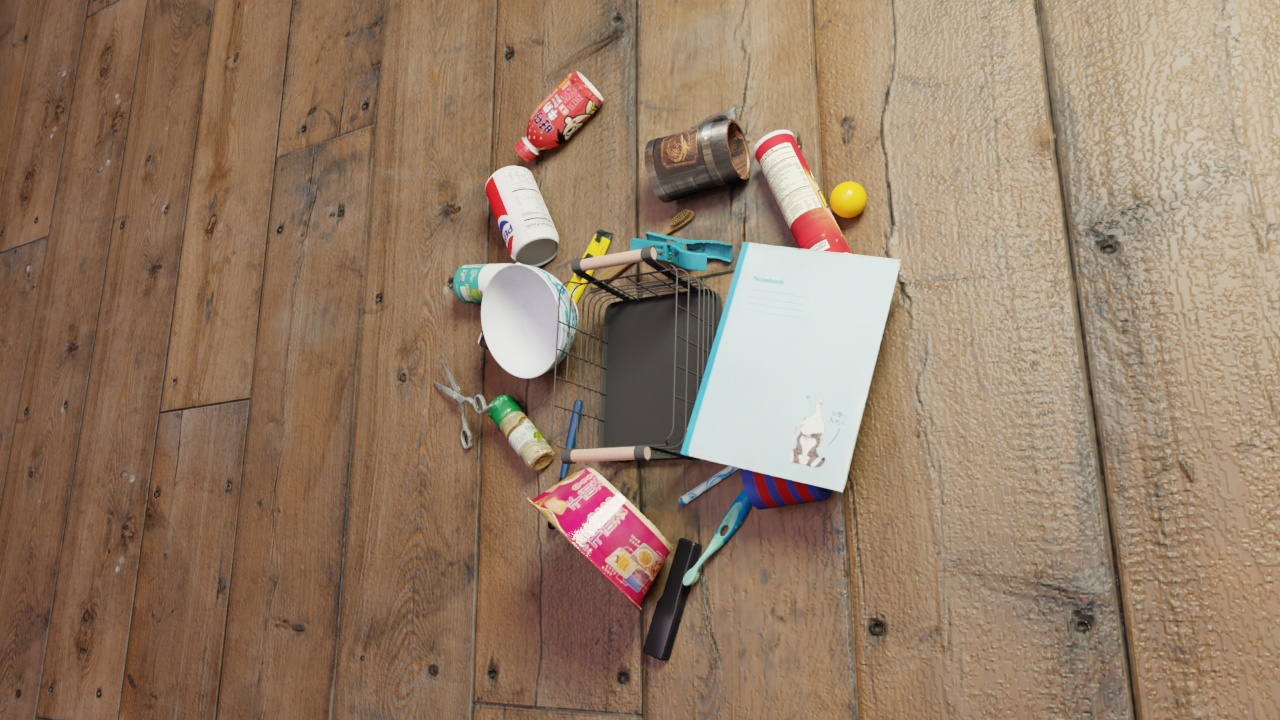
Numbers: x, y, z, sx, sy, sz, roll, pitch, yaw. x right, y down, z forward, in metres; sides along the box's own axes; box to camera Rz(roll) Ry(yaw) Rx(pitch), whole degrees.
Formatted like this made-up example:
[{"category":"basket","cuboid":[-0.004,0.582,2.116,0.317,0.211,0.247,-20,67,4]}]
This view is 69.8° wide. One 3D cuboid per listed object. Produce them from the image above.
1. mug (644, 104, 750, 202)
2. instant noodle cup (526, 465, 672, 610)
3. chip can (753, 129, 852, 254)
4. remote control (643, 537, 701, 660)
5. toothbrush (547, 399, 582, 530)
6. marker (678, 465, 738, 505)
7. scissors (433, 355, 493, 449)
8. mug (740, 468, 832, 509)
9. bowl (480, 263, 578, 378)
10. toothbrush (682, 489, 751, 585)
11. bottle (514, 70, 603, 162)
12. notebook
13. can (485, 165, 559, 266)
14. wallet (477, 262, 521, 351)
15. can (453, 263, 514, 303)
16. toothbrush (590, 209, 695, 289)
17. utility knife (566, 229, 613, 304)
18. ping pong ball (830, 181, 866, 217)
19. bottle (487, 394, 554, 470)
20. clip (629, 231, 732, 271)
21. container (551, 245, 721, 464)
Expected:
[{"category":"mug","cuboid":[0.073,-0.260,1.131,0.107,0.080,0.115,-10,56,28]},{"category":"instant noodle cup","cuboid":[-0.038,0.191,1.032,0.077,0.179,0.179,-45,57,-11]},{"category":"chip can","cuboid":[0.191,-0.164,1.045,0.052,0.051,0.214,-30,64,21]},{"category":"remote control","cuboid":[0.036,0.272,1.048,0.032,0.015,0.136,14,85,33]},{"category":"toothbrush","cuboid":[-0.094,0.131,1.163,0.014,0.014,0.167,1,75,43]},{"category":"marker","cuboid":[0.100,0.127,1.049,0.142,0.013,0.013,-36,62,18]},{"category":"scissors","cuboid":[-0.243,0.048,1.251,0.162,0.014,0.141,-27,75,52]},{"category":"mug","cuboid":[0.154,0.099,0.984,0.076,0.075,0.112,-14,75,28]},{"category":"bowl","cuboid":[-0.128,-0.054,1.172,0.144,0.074,0.144,9,105,38]},{"category":"toothbrush","cuboid":[0.090,0.198,1.033,0.022,0.017,0.135,34,89,34]},{"category":"bottle","cuboid":[-0.118,-0.332,1.271,0.138,0.062,0.062,-42,60,17]},{"category":"notebook","cuboid":[0.157,-0.002,0.969,0.181,0.009,0.253,10,76,28]},{"category":"can","cuboid":[-0.162,-0.198,1.256,0.070,0.070,0.132,-34,63,20]},{"category":"wallet","cuboid":[-0.161,-0.062,1.226,0.123,0.072,0.019,-63,17,4]},{"category":"can","cuboid":[-0.207,-0.106,1.269,0.102,0.055,0.055,2,78,31]},{"category":"toothbrush","cuboid":[0.001,-0.142,1.176,0.167,0.016,0.016,-35,64,20]},{"category":"utility knife","cuboid":[-0.083,-0.100,1.218,0.030,0.017,0.165,32,98,42]},{"category":"ping pong ball","cuboid":[0.233,-0.180,1.030,0.040,0.040,0.040,-8,73,29]},{"category":"bottle","cuboid":[-0.157,0.093,1.195,0.043,0.043,0.111,-49,59,11]},{"category":"clip","cuboid":[0.063,-0.137,1.124,0.130,0.121,0.031,30,130,52]},{"category":"container","cuboid":[-0.006,0.006,1.073,0.163,0.130,0.241,-6,75,30]}]
